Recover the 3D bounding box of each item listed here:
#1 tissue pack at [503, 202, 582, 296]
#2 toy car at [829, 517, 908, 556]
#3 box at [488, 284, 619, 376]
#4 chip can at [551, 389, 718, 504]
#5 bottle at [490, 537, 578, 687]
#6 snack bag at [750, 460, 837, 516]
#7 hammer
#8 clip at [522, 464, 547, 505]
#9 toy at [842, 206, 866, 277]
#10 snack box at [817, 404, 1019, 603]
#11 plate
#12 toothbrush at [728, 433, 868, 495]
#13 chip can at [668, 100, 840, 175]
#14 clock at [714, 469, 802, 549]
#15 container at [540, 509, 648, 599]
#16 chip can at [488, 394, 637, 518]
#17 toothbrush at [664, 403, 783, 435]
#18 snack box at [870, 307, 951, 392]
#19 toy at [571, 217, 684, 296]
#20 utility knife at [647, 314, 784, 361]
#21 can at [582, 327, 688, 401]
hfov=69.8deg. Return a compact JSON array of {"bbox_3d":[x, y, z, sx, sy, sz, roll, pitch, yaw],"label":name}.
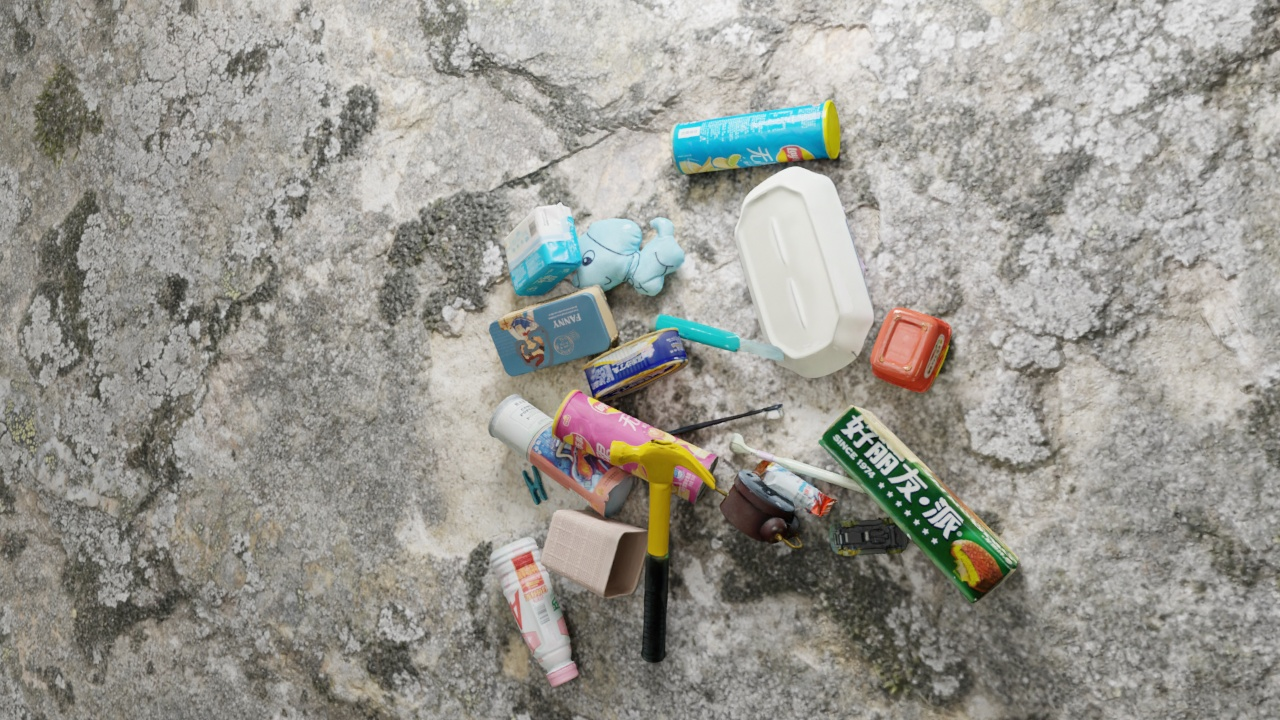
[{"bbox_3d":[-0.136,-0.152,1.287,0.140,0.063,0.090,-31,69,52],"label":"tissue pack"},{"bbox_3d":[0.271,0.208,1.085,0.091,0.036,0.043,-8,79,25],"label":"toy car"},{"bbox_3d":[-0.114,-0.042,1.271,0.185,0.061,0.090,-17,104,25],"label":"box"},{"bbox_3d":[-0.007,0.111,1.188,0.210,0.071,0.071,24,94,14],"label":"chip can"},{"bbox_3d":[-0.140,0.343,1.249,0.068,0.068,0.197,-29,76,19],"label":"bottle"},{"bbox_3d":[0.187,0.155,1.118,0.104,0.048,0.026,34,121,13],"label":"snack bag"},{"bbox_3d":[0.022,0.240,1.143,0.129,0.032,0.301,4,107,4],"label":"hammer"},{"bbox_3d":[-0.150,0.177,1.301,0.043,0.014,0.056,-29,71,20],"label":"clip"},{"bbox_3d":[0.240,-0.128,1.139,0.084,0.038,0.108,-34,70,29],"label":"toy"},{"bbox_3d":[0.312,0.156,1.029,0.063,0.114,0.240,-47,68,12],"label":"snack box"},{"bbox_3d":[0.190,-0.110,1.134,0.162,0.034,0.265,-24,74,42],"label":"plate"},{"bbox_3d":[0.199,0.131,1.140,0.190,0.020,0.029,17,121,25],"label":"toothbrush"},{"bbox_3d":[0.147,-0.285,1.187,0.211,0.071,0.071,-1,83,26],"label":"chip can"},{"bbox_3d":[0.151,0.186,1.120,0.122,0.082,0.055,40,105,25],"label":"clock"},{"bbox_3d":[-0.061,0.250,1.211,0.111,0.089,0.090,16,91,30],"label":"container"},{"bbox_3d":[-0.108,0.130,1.256,0.215,0.071,0.071,32,97,24],"label":"chip can"},{"bbox_3d":[0.100,0.083,1.194,0.181,0.015,0.018,-14,87,23],"label":"toothbrush"},{"bbox_3d":[0.310,-0.016,1.070,0.082,0.080,0.091,22,93,26],"label":"snack box"},{"bbox_3d":[-0.026,-0.145,1.261,0.156,0.049,0.162,46,108,19],"label":"toy"},{"bbox_3d":[0.095,-0.029,1.191,0.216,0.013,0.029,17,98,38],"label":"utility knife"},{"bbox_3d":[-0.007,0.007,1.219,0.148,0.074,0.049,-25,76,27],"label":"can"}]
